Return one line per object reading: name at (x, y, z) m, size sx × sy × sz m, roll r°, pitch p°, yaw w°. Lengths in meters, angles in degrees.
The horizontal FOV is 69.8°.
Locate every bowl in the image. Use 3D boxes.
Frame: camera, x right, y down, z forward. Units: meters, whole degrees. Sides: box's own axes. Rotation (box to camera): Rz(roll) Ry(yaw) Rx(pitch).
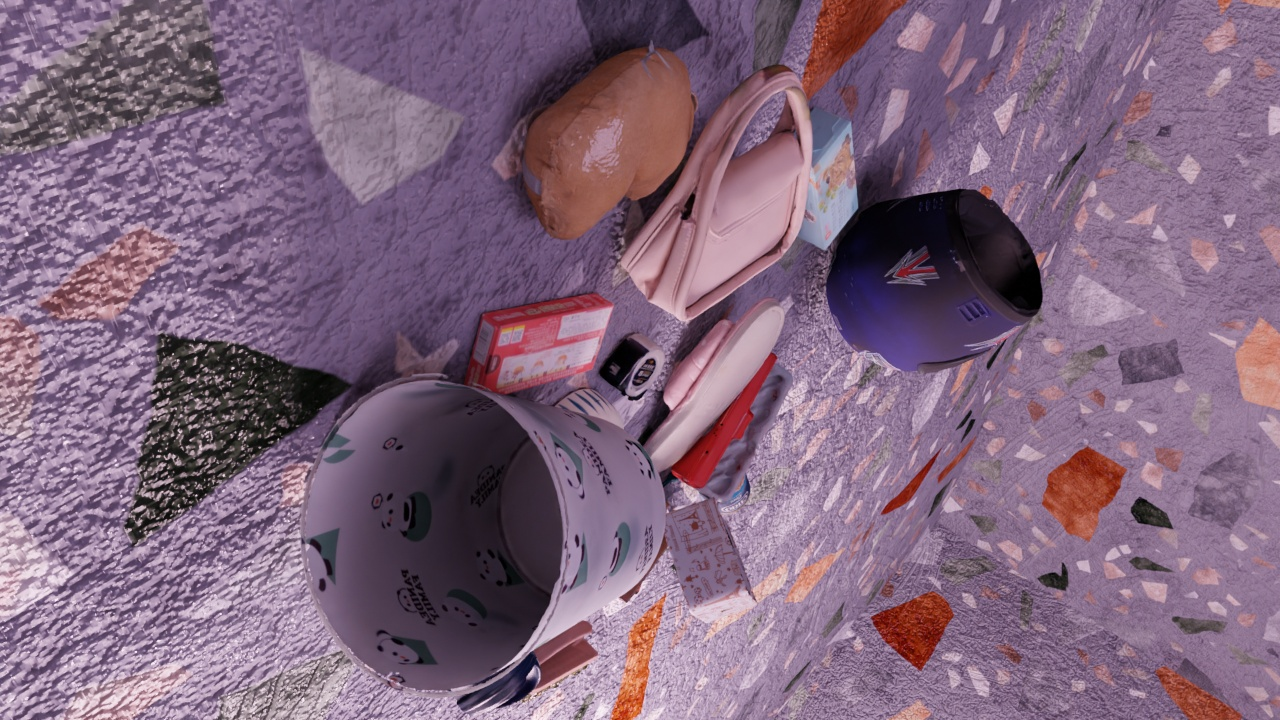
bowl at (-0.058, 0.095, 0.958) m, size 0.116 × 0.066 × 0.117 m, roll -39°, pitch 148°, yaw -31°

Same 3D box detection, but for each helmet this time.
helmet at (0.398, -0.104, 1.291) m, size 0.241 × 0.247 × 0.314 m, roll -27°, pitch 166°, yaw 37°

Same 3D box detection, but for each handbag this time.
handbag at (0.086, -0.163, 0.840) m, size 0.192 × 0.093 × 0.235 m, roll -37°, pitch 160°, yaw -31°

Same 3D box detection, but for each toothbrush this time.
toothbrush at (-0.004, 0.193, 1.205) m, size 0.191 × 0.016 × 0.018 m, roll -35°, pitch 156°, yaw -37°

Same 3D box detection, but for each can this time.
can at (0.112, 0.162, 1.293) m, size 0.075 × 0.075 × 0.111 m, roll -48°, pitch 151°, yaw -16°

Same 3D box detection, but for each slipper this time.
slipper at (0.076, 0.027, 1.112) m, size 0.114 × 0.054 × 0.275 m, roll -2°, pitch 132°, yaw -54°
slipper at (-0.168, 0.332, 0.978) m, size 0.105 × 0.095 × 0.253 m, roll -36°, pitch 147°, yaw -10°

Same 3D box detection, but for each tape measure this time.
tape measure at (-0.006, 0.006, 0.983) m, size 0.066 × 0.033 × 0.066 m, roll -52°, pitch 154°, yaw -3°

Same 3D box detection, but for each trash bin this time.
trash bin at (-0.107, 0.134, 0.767) m, size 0.230 × 0.229 × 0.251 m, roll -61°, pitch 158°, yaw 7°

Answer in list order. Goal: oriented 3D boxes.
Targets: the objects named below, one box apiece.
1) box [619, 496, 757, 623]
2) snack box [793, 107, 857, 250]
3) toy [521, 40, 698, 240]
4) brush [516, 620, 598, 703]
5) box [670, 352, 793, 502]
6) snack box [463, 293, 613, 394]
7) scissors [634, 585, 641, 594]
box at (0.036, 0.270, 1.193) m, size 0.185 × 0.154 × 0.183 m, roll -22°, pitch 157°, yaw 3°
snack box at (0.213, -0.211, 1.086) m, size 0.074 × 0.051 × 0.175 m, roll -52°, pitch 152°, yaw -12°
toy at (-0.004, -0.188, 0.741) m, size 0.225 × 0.082 × 0.144 m, roll -38°, pitch 162°, yaw -37°
brush at (-0.120, 0.380, 1.165) m, size 0.145 × 0.063 × 0.073 m, roll -11°, pitch 132°, yaw -52°
box at (0.131, 0.087, 1.199) m, size 0.101 × 0.095 × 0.201 m, roll 32°, pitch 84°, yaw -21°
snack box at (-0.090, -0.015, 0.834) m, size 0.152 × 0.025 × 0.075 m, roll -17°, pitch 134°, yaw -51°
scissors at (-0.009, 0.274, 1.280) m, size 0.188 × 0.015 × 0.226 m, roll -38°, pitch 148°, yaw -32°
